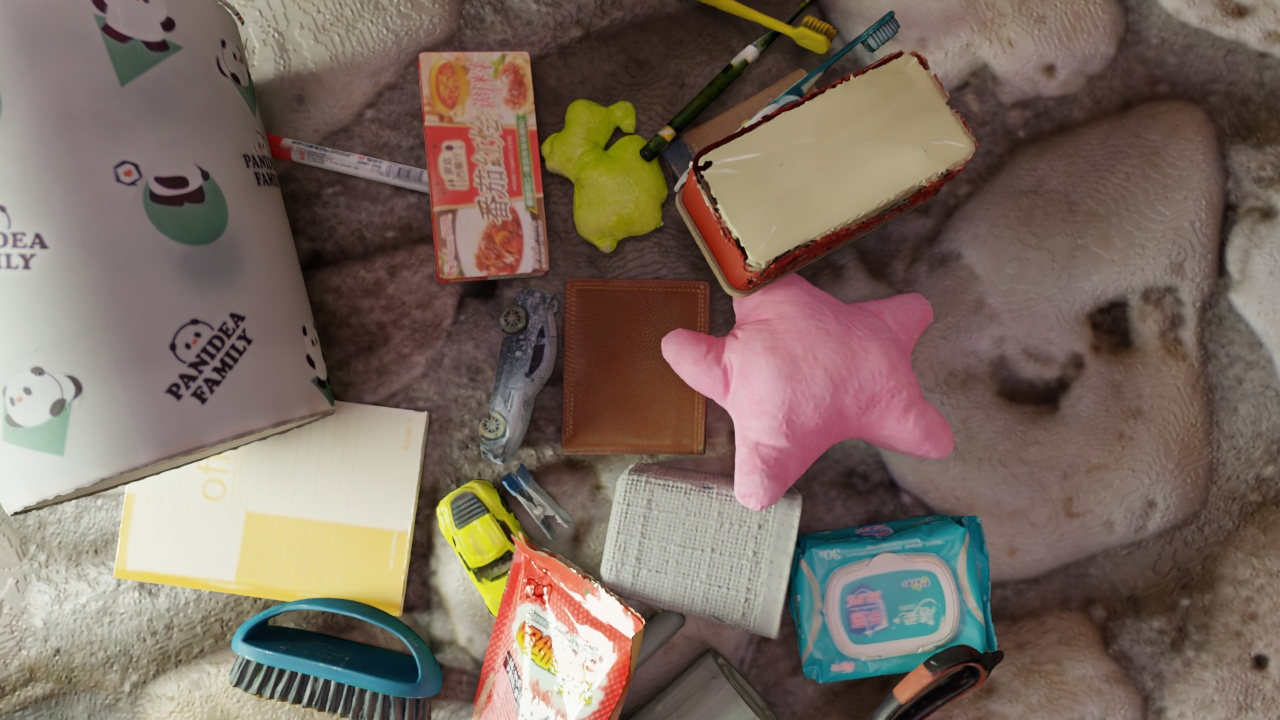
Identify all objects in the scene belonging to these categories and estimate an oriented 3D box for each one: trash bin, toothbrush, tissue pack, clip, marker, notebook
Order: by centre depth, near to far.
[{"bbox_3d":[-0.311,-0.058,0.542,0.229,0.229,0.252,-18,90,1],"label":"trash bin"},{"bbox_3d":[0.098,-0.169,0.606,0.191,0.016,0.018,-39,95,-4],"label":"toothbrush"},{"bbox_3d":[0.165,0.156,0.607,0.133,0.050,0.093,-9,88,1],"label":"tissue pack"},{"bbox_3d":[0.044,-0.252,0.622,0.190,0.016,0.016,27,73,11],"label":"toothbrush"},{"bbox_3d":[0.064,-0.202,0.622,0.017,0.012,0.185,43,82,9],"label":"toothbrush"},{"bbox_3d":[-0.070,0.097,0.630,0.036,0.025,0.058,-37,93,7],"label":"clip"},{"bbox_3d":[-0.206,-0.138,0.642,0.145,0.017,0.017,13,89,2],"label":"marker"},{"bbox_3d":[-0.258,0.094,0.643,0.206,0.010,0.146,8,88,2],"label":"notebook"}]

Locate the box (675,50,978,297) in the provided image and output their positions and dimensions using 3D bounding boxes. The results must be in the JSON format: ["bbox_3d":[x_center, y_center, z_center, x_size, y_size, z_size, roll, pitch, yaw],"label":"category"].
[{"bbox_3d":[0.115,-0.115,0.563,0.168,0.078,0.091,-28,83,-10],"label":"box"}]

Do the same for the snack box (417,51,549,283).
[{"bbox_3d":[-0.107,-0.131,0.625,0.075,0.025,0.153,-5,89,-14],"label":"snack box"}]

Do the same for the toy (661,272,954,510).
[{"bbox_3d":[0.113,-0.003,0.593,0.194,0.075,0.178,-15,64,-19],"label":"toy"}]

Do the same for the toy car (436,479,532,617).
[{"bbox_3d":[-0.099,0.132,0.626,0.048,0.032,0.105,-31,90,1],"label":"toy car"}]

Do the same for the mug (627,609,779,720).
[{"bbox_3d":[0.021,0.238,0.603,0.103,0.083,0.124,-42,63,0],"label":"mug"}]

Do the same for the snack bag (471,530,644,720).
[{"bbox_3d":[-0.066,0.228,0.581,0.129,0.073,0.208,29,106,44],"label":"snack bag"}]

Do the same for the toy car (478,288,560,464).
[{"bbox_3d":[-0.080,0.011,0.616,0.037,0.054,0.120,14,90,4],"label":"toy car"}]

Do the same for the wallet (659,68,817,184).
[{"bbox_3d":[0.082,-0.134,0.625,0.115,0.033,0.090,-30,87,-2],"label":"wallet"}]

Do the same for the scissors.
[{"bbox_3d":[0.147,0.258,0.585,0.226,0.015,0.189,6,114,-22],"label":"scissors"}]

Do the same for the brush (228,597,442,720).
[{"bbox_3d":[-0.202,0.198,0.617,0.144,0.055,0.073,14,91,3],"label":"brush"}]

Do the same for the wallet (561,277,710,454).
[{"bbox_3d":[-0.004,0.004,0.627,0.101,0.032,0.124,1,88,5],"label":"wallet"}]

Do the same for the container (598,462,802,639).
[{"bbox_3d":[0.038,0.117,0.595,0.114,0.090,0.090,10,89,5],"label":"container"}]

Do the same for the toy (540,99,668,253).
[{"bbox_3d":[-0.021,-0.129,0.628,0.100,0.031,0.096,34,88,3],"label":"toy"}]
